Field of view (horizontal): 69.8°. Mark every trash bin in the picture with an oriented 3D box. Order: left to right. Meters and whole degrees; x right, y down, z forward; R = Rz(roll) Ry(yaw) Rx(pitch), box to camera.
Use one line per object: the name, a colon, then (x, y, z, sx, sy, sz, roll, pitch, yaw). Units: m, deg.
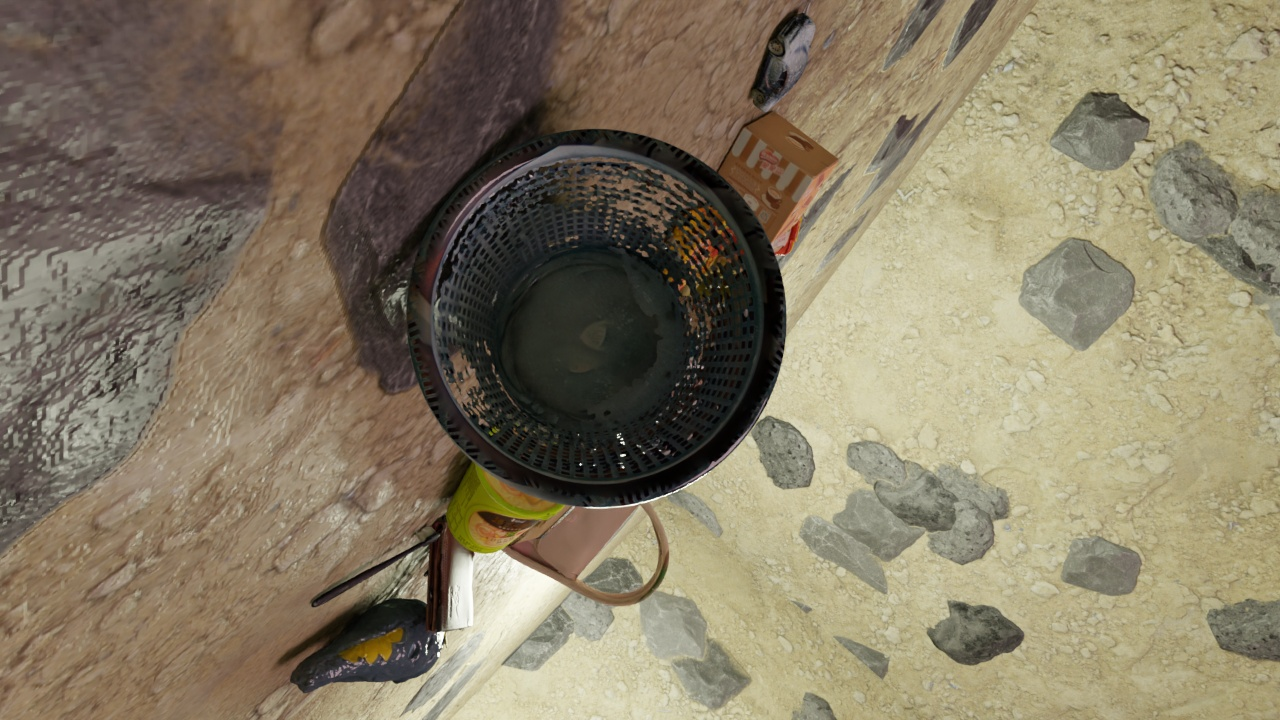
trash bin: (-0.034, -0.021, 0.635, 0.226, 0.226, 0.195, -49, -178, -6)

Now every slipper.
slipper: (0.108, -0.110, 1.209, 0.190, 0.081, 0.092, -37, 166, -42)

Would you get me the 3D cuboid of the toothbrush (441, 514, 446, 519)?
toothbrush: (-0.183, 0.180, 1.126, 0.014, 0.017, 0.188, -50, 162, 17)

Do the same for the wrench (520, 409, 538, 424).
wrench: (-0.123, 0.078, 1.073, 0.056, 0.016, 0.274, -44, 168, -17)

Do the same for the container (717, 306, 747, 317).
container: (0.083, -0.029, 1.237, 0.090, 0.114, 0.090, -2, 94, -74)

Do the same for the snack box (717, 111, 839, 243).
snack box: (0.143, -0.199, 0.995, 0.076, 0.093, 0.095, -39, 165, -48)

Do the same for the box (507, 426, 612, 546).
box: (-0.107, 0.133, 1.064, 0.185, 0.089, 0.061, -43, 158, 29)

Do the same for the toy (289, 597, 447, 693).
toy: (-0.296, 0.340, 1.079, 0.137, 0.091, 0.357, -36, 165, -12)

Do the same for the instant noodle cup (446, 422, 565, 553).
instant noodle cup: (-0.149, 0.146, 0.985, 0.111, 0.111, 0.124, -38, 171, -49)

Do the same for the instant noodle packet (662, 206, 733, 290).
instant noodle packet: (0.059, -0.126, 1.047, 0.128, 0.044, 0.111, -34, 157, -56)

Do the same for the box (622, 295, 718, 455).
box: (-0.009, 0.005, 1.091, 0.177, 0.152, 0.183, 7, 129, -29)

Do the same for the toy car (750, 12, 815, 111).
toy car: (0.136, -0.278, 0.863, 0.048, 0.031, 0.106, -46, 168, -24)

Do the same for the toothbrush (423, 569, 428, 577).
toothbrush: (-0.209, 0.205, 1.166, 0.189, 0.016, 0.014, -48, 165, -3)

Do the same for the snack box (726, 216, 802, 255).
snack box: (0.152, -0.173, 1.148, 0.079, 0.082, 0.091, -31, 141, -39)

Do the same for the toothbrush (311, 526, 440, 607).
toothbrush: (-0.268, 0.209, 0.938, 0.016, 0.018, 0.180, -47, 170, 28)

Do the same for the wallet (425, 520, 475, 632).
wallet: (-0.221, 0.251, 1.065, 0.101, 0.032, 0.124, 57, 31, -77)

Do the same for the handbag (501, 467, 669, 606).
handbag: (-0.065, 0.230, 1.248, 0.193, 0.234, 0.093, -51, 171, 4)
